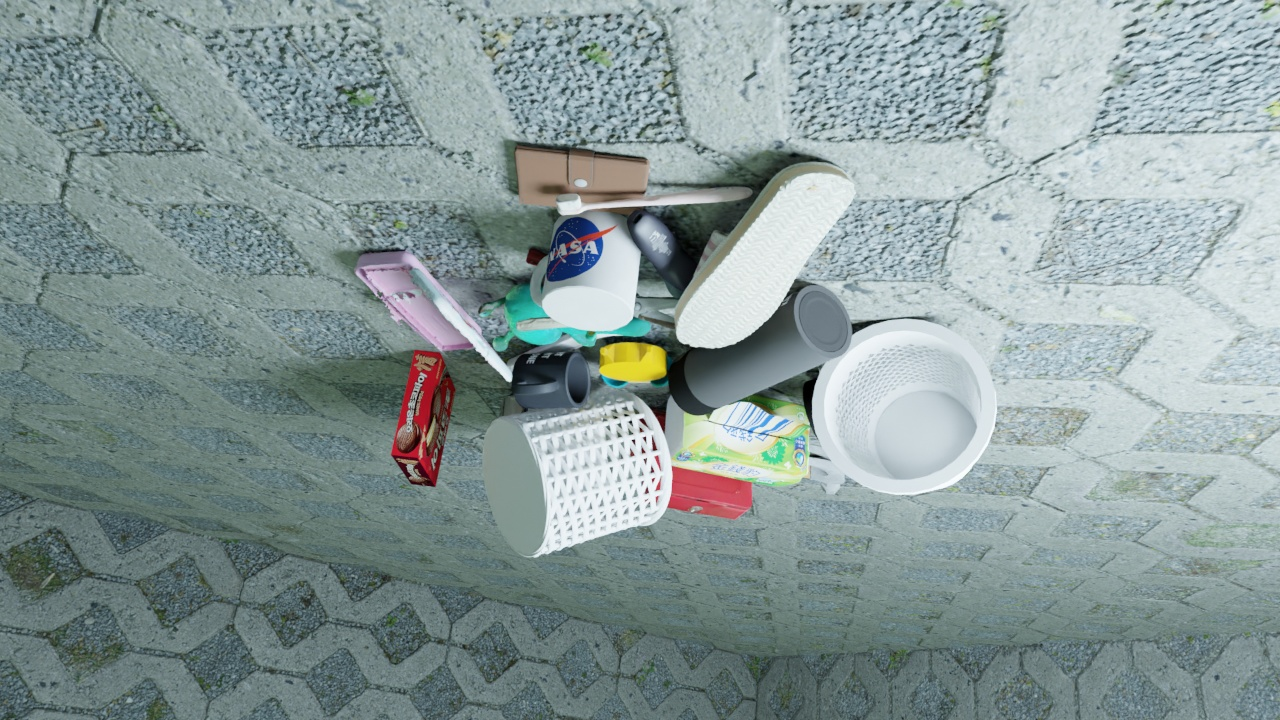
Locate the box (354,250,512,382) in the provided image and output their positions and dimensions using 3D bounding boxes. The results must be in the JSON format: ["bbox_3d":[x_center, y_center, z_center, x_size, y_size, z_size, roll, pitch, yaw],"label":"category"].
[{"bbox_3d":[-0.232,-0.056,1.081,0.154,0.066,0.201,19,162,25],"label":"box"}]

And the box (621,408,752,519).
[{"bbox_3d":[0.068,0.165,1.346,0.156,0.170,0.157,12,130,-14],"label":"box"}]

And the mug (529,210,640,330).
[{"bbox_3d":[-0.061,-0.088,0.927,0.121,0.090,0.091,-9,151,31],"label":"mug"}]

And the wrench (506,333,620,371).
[{"bbox_3d":[-0.092,-0.022,1.168,0.066,0.018,0.274,23,152,-32],"label":"wrench"}]

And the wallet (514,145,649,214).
[{"bbox_3d":[-0.055,-0.164,0.851,0.121,0.013,0.087,6,156,-2],"label":"wallet"}]

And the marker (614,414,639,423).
[{"bbox_3d":[0.034,0.100,1.406,0.152,0.011,0.011,12,155,-11],"label":"marker"}]

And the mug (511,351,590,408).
[{"bbox_3d":[-0.120,0.028,1.157,0.078,0.071,0.105,-2,-172,22],"label":"mug"}]

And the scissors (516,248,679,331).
[{"bbox_3d":[-0.046,-0.064,0.984,0.179,0.185,0.015,-35,-174,4],"label":"scissors"}]

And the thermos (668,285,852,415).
[{"bbox_3d":[0.130,-0.005,1.066,0.082,0.082,0.241,20,152,-27],"label":"thermos"}]

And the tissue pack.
[{"bbox_3d":[0.145,0.093,1.248,0.197,0.120,0.142,7,155,-18],"label":"tissue pack"}]

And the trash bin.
[{"bbox_3d":[0.325,0.074,1.090,0.196,0.195,0.199,-5,163,24],"label":"trash bin"}]

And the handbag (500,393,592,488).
[{"bbox_3d":[-0.134,0.142,1.342,0.074,0.175,0.151,-16,147,40],"label":"handbag"}]

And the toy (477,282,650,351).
[{"bbox_3d":[-0.088,-0.048,1.038,0.194,0.072,0.131,-1,139,18],"label":"toy"}]

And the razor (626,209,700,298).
[{"bbox_3d":[0.024,-0.107,0.906,0.052,0.047,0.143,41,180,29],"label":"razor"}]

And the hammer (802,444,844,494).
[{"bbox_3d":[0.165,0.171,1.496,0.328,0.039,0.131,2,154,12],"label":"hammer"}]

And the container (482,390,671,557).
[{"bbox_3d":[-0.087,0.148,1.221,0.186,0.189,0.190,-10,167,-33],"label":"container"}]

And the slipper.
[{"bbox_3d":[0.112,-0.101,0.887,0.115,0.052,0.264,2,147,-25],"label":"slipper"}]

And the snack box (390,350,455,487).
[{"bbox_3d":[-0.302,0.084,1.288,0.036,0.151,0.133,6,156,1],"label":"snack box"}]

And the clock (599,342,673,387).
[{"bbox_3d":[-0.007,0.007,1.163,0.099,0.043,0.130,-1,162,11],"label":"clock"}]

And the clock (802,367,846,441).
[{"bbox_3d":[0.254,0.070,1.188,0.043,0.091,0.121,-20,132,27],"label":"clock"}]

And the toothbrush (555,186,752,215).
[{"bbox_3d":[0.012,-0.149,0.842,0.181,0.015,0.018,-3,150,5],"label":"toothbrush"}]
